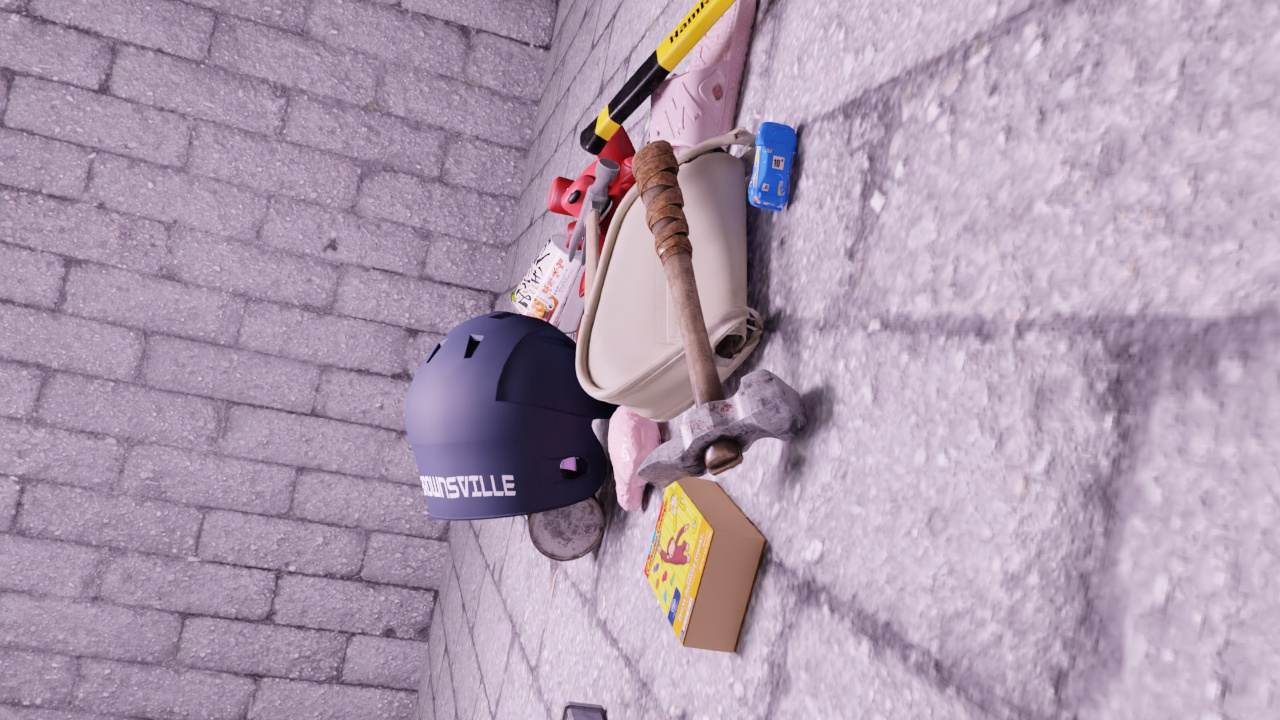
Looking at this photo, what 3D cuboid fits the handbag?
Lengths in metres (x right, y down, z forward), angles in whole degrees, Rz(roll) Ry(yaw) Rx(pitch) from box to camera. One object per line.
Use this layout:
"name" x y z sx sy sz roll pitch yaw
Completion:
"handbag" 0.051 -0.064 0.814 0.185 0.131 0.228 -24 55 42

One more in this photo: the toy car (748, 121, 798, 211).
"toy car" 0.108 -0.151 0.711 0.062 0.033 0.092 139 141 -78

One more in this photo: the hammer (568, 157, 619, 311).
"hammer" -0.048 -0.092 0.987 0.330 0.030 0.120 -97 26 -51

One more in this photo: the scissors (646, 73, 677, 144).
"scissors" 0.024 -0.307 1.199 0.136 0.019 0.138 158 122 -76

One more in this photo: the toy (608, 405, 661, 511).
"toy" -0.008 0.100 0.940 0.108 0.053 0.105 -99 15 -54

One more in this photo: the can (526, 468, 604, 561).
"can" -0.093 0.184 1.106 0.074 0.090 0.090 -129 52 -72

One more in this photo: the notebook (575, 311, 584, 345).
"notebook" -0.054 -0.062 1.288 0.167 0.024 0.226 -92 19 -46

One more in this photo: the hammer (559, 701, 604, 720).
"hammer" -0.083 0.510 0.902 0.098 0.044 0.322 -147 69 -75

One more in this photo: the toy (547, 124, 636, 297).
"toy" -0.046 -0.195 1.184 0.159 0.120 0.196 -41 37 27

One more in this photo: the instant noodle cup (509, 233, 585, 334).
"instant noodle cup" -0.127 -0.127 1.455 0.122 0.123 0.123 -61 21 25

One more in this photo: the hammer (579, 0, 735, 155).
"hammer" 0.042 -0.317 0.894 0.326 0.034 0.169 -40 39 35

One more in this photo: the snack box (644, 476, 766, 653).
"snack box" 0.046 0.151 0.705 0.126 0.040 0.088 -136 59 -73

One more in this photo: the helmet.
"helmet" -0.145 0.053 1.076 0.233 0.271 0.223 -6 90 33

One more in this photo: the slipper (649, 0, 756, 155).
"slipper" 0.053 -0.275 0.933 0.094 0.064 0.239 18 93 60

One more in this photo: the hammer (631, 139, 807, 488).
"hammer" 0.032 -0.054 0.709 0.122 0.049 0.318 -29 51 24

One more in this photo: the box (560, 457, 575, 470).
"box" -0.113 0.094 1.294 0.076 0.033 0.214 -171 82 -75
